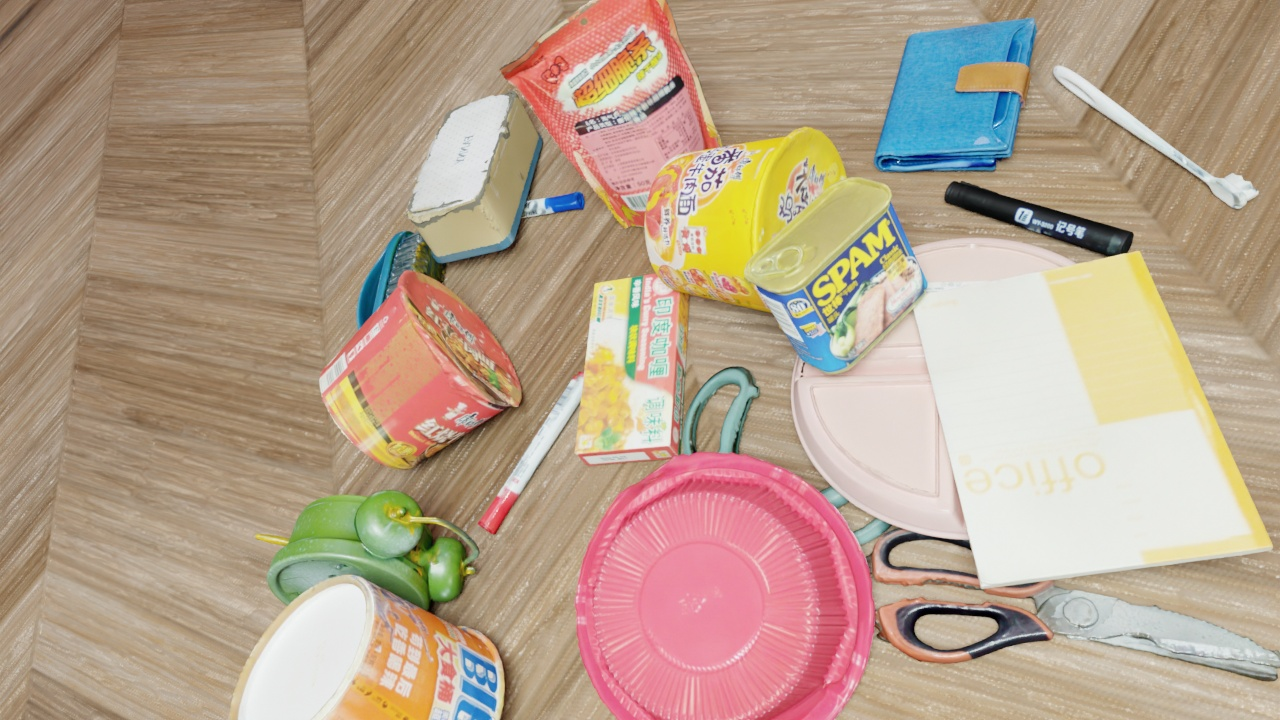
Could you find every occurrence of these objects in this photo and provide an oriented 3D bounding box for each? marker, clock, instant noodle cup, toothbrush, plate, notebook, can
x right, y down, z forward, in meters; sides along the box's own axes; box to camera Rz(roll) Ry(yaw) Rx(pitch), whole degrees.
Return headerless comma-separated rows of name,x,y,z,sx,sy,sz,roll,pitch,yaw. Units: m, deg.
marker,-0.082,0.071,0.723,0.017,0.017,0.145,23,73,34
clock,-0.194,0.146,0.673,0.161,0.116,0.056,-14,46,21
instant noodle cup,0.077,-0.101,0.683,0.110,0.138,0.137,8,65,38
toothbrush,0.360,-0.165,0.654,0.016,0.016,0.180,-30,53,-3
instant noodle cup,-0.181,0.013,0.739,0.109,0.138,0.137,-38,52,11
instant noodle cup,0.042,0.148,0.556,0.194,0.066,0.193,-4,75,16
plate,0.211,0.007,0.602,0.230,0.028,0.229,-11,53,15
notebook,0.252,0.028,0.545,0.146,0.010,0.205,-11,53,15
instant noodle cup,-0.181,0.219,0.598,0.152,0.111,0.151,-26,37,22
marker,-0.121,-0.141,0.868,0.146,0.017,0.016,-5,60,23
can,0.131,-0.054,0.599,0.102,0.083,0.057,-43,34,-8
marker,0.280,-0.102,0.652,0.022,0.020,0.132,-33,45,-33

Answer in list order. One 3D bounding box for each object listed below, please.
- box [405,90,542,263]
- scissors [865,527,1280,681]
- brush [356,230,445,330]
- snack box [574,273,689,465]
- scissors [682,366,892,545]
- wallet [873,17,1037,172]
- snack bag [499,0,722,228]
box,-0.153,-0.169,0.854,0.090,0.063,0.183,-8,50,22
scissors,0.233,0.157,0.524,0.182,0.015,0.209,-39,52,-2
brush,-0.224,-0.056,0.843,0.074,0.055,0.143,-8,59,20
snack box,-0.004,0.004,0.719,0.077,0.027,0.155,-7,59,20
scissors,0.098,0.072,0.637,0.170,0.019,0.174,-11,56,18
wallet,0.248,-0.208,0.720,0.106,0.040,0.132,5,65,33
snack bag,-0.007,-0.189,0.723,0.129,0.208,0.073,-27,52,10
